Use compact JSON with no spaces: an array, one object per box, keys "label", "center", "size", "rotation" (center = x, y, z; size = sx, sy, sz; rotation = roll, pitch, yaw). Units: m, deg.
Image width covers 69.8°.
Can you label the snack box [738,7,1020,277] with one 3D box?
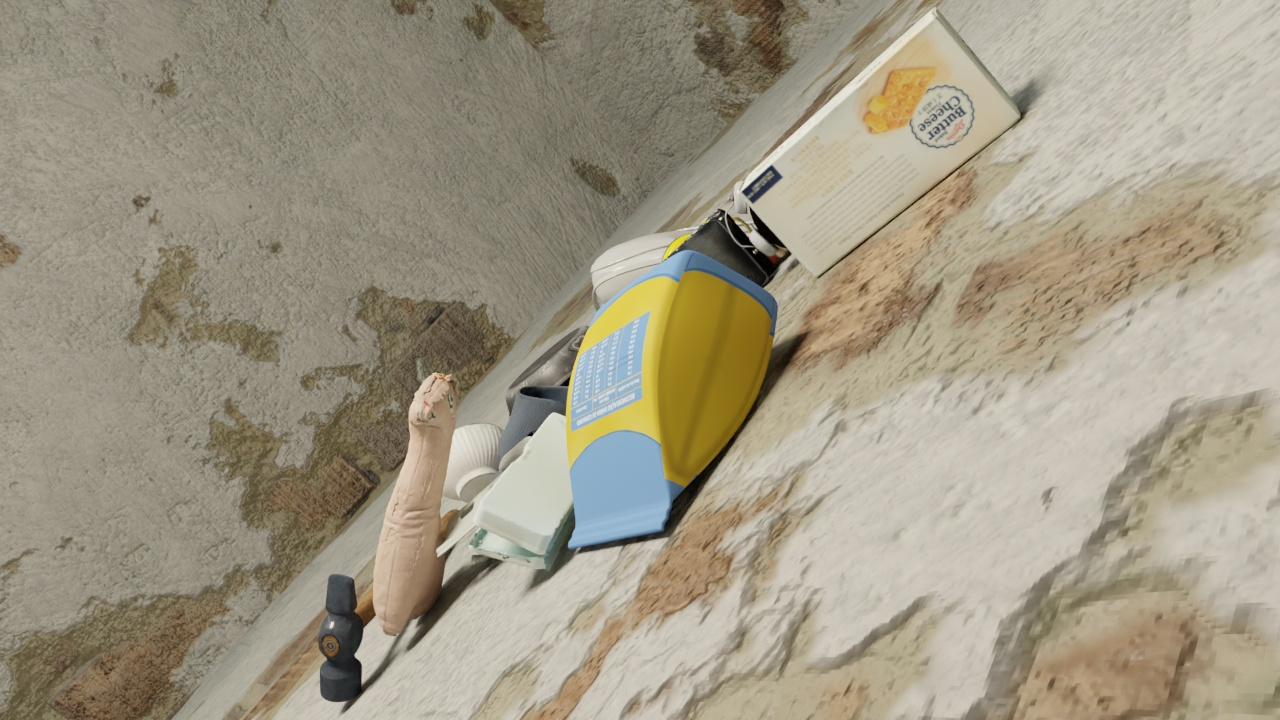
[{"label":"snack box","center":[0.193,-0.175,0.761],"size":[0.208,0.104,0.057],"rotation":[-40,9,29]}]

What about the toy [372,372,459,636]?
[{"label":"toy","center":[-0.224,0.142,0.944],"size":[0.196,0.065,0.264],"rotation":[157,122,-86]}]

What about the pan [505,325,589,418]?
[{"label":"pan","center":[-0.070,-0.012,1.259],"size":[0.358,0.055,0.186],"rotation":[-31,14,46]}]

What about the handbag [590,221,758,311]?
[{"label":"handbag","center":[0.055,-0.124,1.147],"size":[0.223,0.095,0.215],"rotation":[-17,10,16]}]

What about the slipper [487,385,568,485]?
[{"label":"slipper","center":[-0.108,0.051,1.132],"size":[0.263,0.082,0.101],"rotation":[-44,8,3]}]

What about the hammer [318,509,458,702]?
[{"label":"hammer","center":[-0.270,0.240,1.043],"size":[0.321,0.040,0.129],"rotation":[-49,-35,-73]}]

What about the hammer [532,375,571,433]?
[{"label":"hammer","center":[-0.092,0.001,1.424],"size":[0.147,0.028,0.316],"rotation":[-40,12,18]}]

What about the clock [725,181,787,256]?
[{"label":"clock","center":[0.141,-0.150,0.878],"size":[0.123,0.094,0.035],"rotation":[-25,11,14]}]

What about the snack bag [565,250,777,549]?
[{"label":"snack bag","center":[0.008,0.041,0.699],"size":[0.159,0.102,0.204],"rotation":[-29,39,58]}]

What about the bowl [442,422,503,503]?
[{"label":"bowl","center":[-0.216,0.143,1.190],"size":[0.118,0.118,0.062],"rotation":[-43,52,13]}]

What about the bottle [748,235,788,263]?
[{"label":"bottle","center":[0.151,-0.136,0.942],"size":[0.109,0.044,0.044],"rotation":[-38,12,27]}]

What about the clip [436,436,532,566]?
[{"label":"clip","center":[-0.125,0.145,0.927],"size":[0.126,0.097,0.152],"rotation":[-39,0,27]}]

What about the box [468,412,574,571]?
[{"label":"box","center":[-0.081,0.109,0.808],"size":[0.083,0.066,0.198],"rotation":[0,20,12]}]

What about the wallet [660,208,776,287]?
[{"label":"wallet","center":[0.069,-0.086,0.943],"size":[0.115,0.089,0.026],"rotation":[-42,5,23]}]

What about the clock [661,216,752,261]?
[{"label":"clock","center":[0.077,-0.107,1.007],"size":[0.118,0.083,0.057],"rotation":[-47,22,-10]}]
